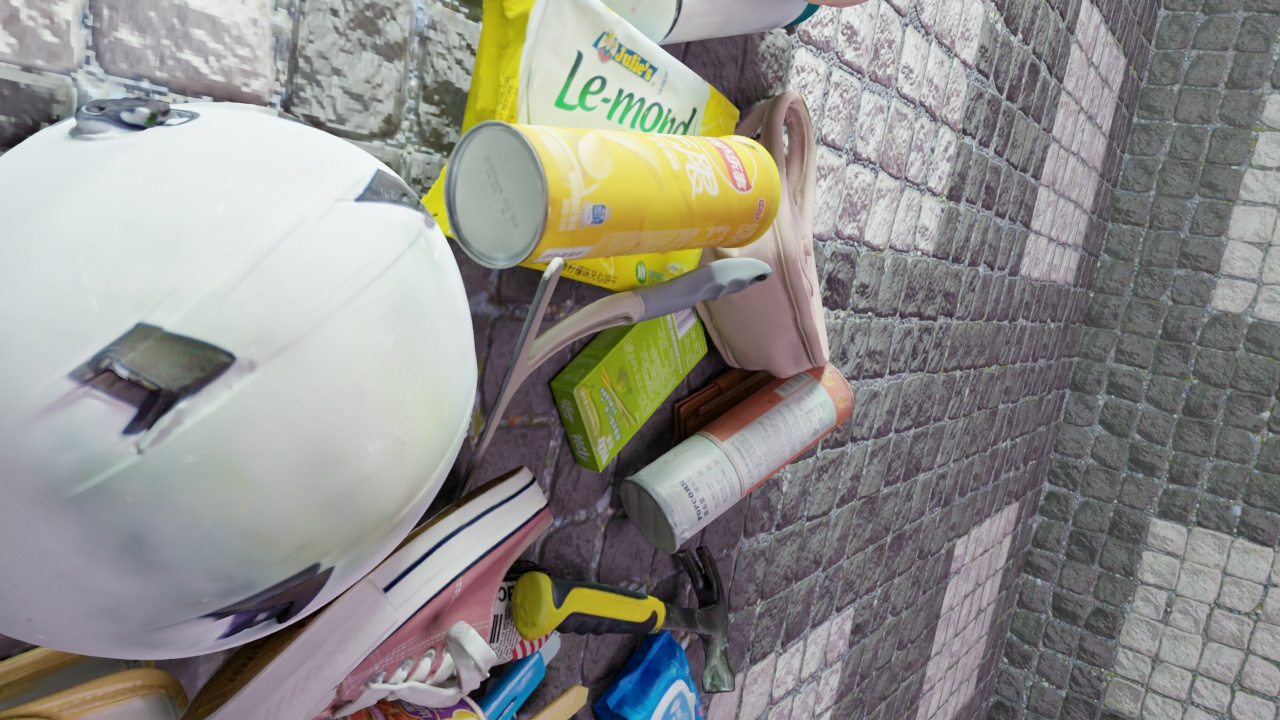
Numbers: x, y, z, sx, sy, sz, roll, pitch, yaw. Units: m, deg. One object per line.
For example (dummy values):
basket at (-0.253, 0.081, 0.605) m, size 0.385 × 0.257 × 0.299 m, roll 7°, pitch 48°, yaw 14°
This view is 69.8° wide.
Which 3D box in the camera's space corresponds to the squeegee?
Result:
squeegee at (-0.007, -0.027, 0.574) m, size 0.245 × 0.039 × 0.247 m, roll -28°, pitch 160°, yaw -35°

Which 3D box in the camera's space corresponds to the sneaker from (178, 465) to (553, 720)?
sneaker at (-0.114, 0.139, 0.475) m, size 0.088 × 0.119 × 0.240 m, roll 60°, pitch 33°, yaw -2°

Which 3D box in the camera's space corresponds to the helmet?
helmet at (-0.158, 0.010, 0.383) m, size 0.257 × 0.146 × 0.229 m, roll -40°, pitch 134°, yaw -40°

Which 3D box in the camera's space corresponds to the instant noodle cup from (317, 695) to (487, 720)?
instant noodle cup at (-0.153, 0.242, 0.526) m, size 0.099 × 0.112 × 0.111 m, roll 33°, pitch 76°, yaw -47°

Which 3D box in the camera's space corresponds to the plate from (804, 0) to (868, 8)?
plate at (0.092, -0.317, 0.634) m, size 0.192 × 0.039 × 0.192 m, roll 21°, pitch 52°, yaw -30°

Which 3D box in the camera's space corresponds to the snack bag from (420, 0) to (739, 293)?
snack bag at (-0.031, -0.125, 0.582) m, size 0.246 × 0.068 × 0.158 m, roll 12°, pitch 93°, yaw -56°

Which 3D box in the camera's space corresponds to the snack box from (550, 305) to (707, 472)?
snack box at (-0.004, 0.004, 0.709) m, size 0.156 × 0.026 × 0.086 m, roll -48°, pitch 138°, yaw -34°

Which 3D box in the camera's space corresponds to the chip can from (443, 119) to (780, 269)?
chip can at (-0.005, -0.092, 0.510) m, size 0.212 × 0.072 × 0.072 m, roll -15°, pitch 115°, yaw -50°

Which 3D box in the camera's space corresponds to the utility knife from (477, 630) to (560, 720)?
utility knife at (-0.111, 0.257, 0.651) m, size 0.165 × 0.018 × 0.034 m, roll -46°, pitch 127°, yaw -27°

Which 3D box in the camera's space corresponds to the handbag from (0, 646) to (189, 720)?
handbag at (-0.278, 0.215, 0.377) m, size 0.178 × 0.063 × 0.163 m, roll -12°, pitch 111°, yaw -49°

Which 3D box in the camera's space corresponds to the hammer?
hammer at (0.001, 0.197, 0.723) m, size 0.323 × 0.032 × 0.126 m, roll 33°, pitch 48°, yaw -57°

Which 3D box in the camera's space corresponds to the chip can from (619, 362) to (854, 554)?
chip can at (0.087, 0.075, 0.780) m, size 0.214 × 0.071 × 0.071 m, roll -32°, pitch 129°, yaw -26°

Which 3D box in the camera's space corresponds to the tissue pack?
tissue pack at (0.013, 0.326, 0.841) m, size 0.094 × 0.052 × 0.157 m, roll -45°, pitch 137°, yaw -36°

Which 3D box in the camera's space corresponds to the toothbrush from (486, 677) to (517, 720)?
toothbrush at (-0.090, 0.309, 0.717) m, size 0.016 × 0.018 × 0.192 m, roll -45°, pitch 136°, yaw -38°

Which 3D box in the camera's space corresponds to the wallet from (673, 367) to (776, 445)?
wallet at (0.083, 0.057, 0.844) m, size 0.130 × 0.035 × 0.119 m, roll -28°, pitch 121°, yaw -39°

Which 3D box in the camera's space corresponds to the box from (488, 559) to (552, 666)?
box at (-0.119, 0.167, 0.604) m, size 0.164 × 0.065 × 0.074 m, roll 15°, pitch 64°, yaw -57°

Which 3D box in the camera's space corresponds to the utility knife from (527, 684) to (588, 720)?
utility knife at (-0.097, 0.292, 0.681) m, size 0.151 × 0.018 × 0.031 m, roll -28°, pitch 128°, yaw -26°

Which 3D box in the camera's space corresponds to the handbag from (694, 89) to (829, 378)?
handbag at (0.114, -0.122, 0.777) m, size 0.193 × 0.093 × 0.233 m, roll 59°, pitch 39°, yaw -53°

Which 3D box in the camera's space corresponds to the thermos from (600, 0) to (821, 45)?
thermos at (0.063, -0.266, 0.662) m, size 0.223 × 0.073 × 0.073 m, roll -28°, pitch 125°, yaw -47°
